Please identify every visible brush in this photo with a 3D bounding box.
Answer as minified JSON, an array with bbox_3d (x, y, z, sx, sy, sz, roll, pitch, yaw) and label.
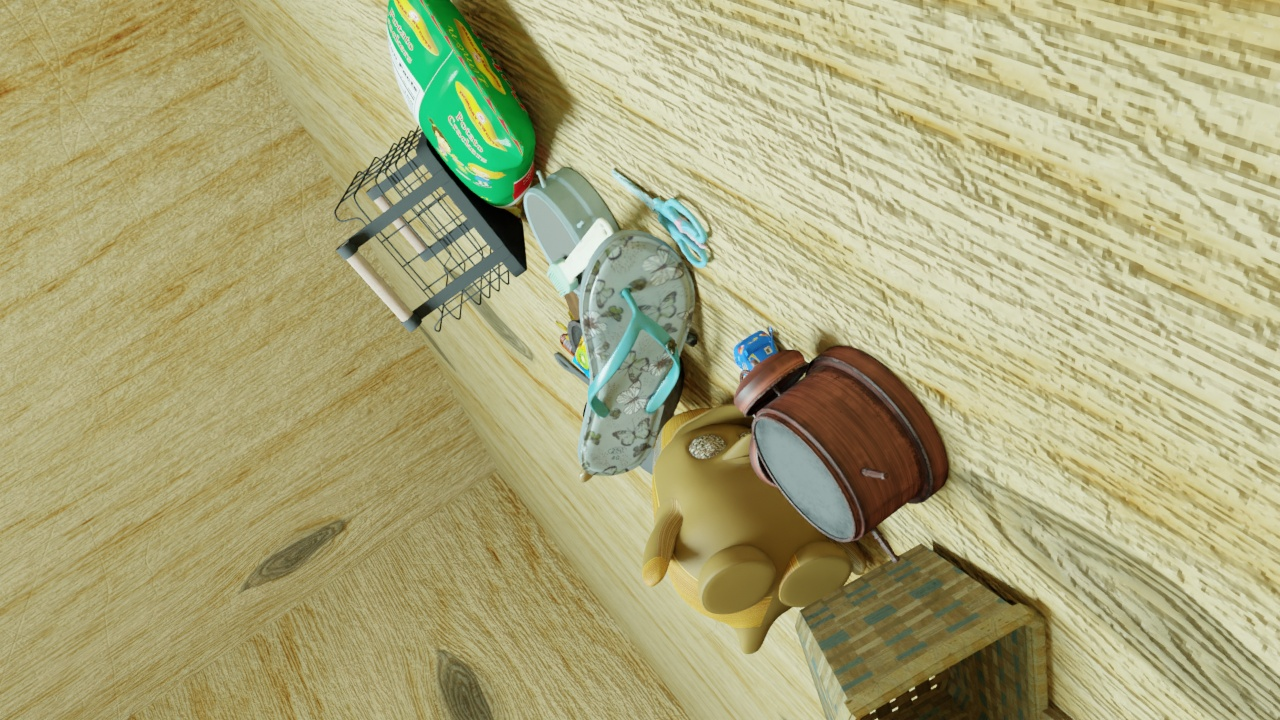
[{"bbox_3d":[-0.054,-0.089,0.813,0.033,0.012,0.218,57,163,-3],"label":"brush"}]

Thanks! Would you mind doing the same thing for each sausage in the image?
[{"bbox_3d":[-0.079,-0.011,1.185,0.020,0.020,0.155,63,169,-22],"label":"sausage"}]

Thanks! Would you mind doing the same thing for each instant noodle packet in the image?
[{"bbox_3d":[-0.165,-0.239,0.857,0.195,0.090,0.253,56,170,0],"label":"instant noodle packet"}]

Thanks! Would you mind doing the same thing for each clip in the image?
[{"bbox_3d":[-0.090,-0.035,1.159,0.047,0.039,0.053,55,168,-26],"label":"clip"}]

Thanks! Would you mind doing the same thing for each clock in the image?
[{"bbox_3d":[0.123,0.052,0.613,0.158,0.072,0.121,40,158,45],"label":"clock"},{"bbox_3d":[-0.062,-0.114,0.891,0.122,0.045,0.159,50,162,24],"label":"clock"}]

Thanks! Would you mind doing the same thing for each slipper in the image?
[{"bbox_3d":[-0.001,0.012,0.782,0.054,0.098,0.269,-118,25,-44],"label":"slipper"}]

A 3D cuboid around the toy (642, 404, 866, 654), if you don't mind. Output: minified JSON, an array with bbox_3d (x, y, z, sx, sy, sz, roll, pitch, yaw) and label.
[{"bbox_3d":[0.078,0.119,0.785,0.203,0.198,0.163,-113,32,-47],"label":"toy"}]

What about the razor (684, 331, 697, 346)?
[{"bbox_3d":[0.012,-0.040,0.849,0.106,0.042,0.026,33,146,35],"label":"razor"}]

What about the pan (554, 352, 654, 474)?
[{"bbox_3d":[-0.046,0.058,1.236,0.355,0.024,0.217,35,154,54],"label":"pan"}]

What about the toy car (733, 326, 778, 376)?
[{"bbox_3d":[0.099,0.010,0.666,0.092,0.033,0.062,61,171,-18],"label":"toy car"}]

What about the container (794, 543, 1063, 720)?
[{"bbox_3d":[0.218,0.272,0.633,0.186,0.157,0.250,55,169,52],"label":"container"}]

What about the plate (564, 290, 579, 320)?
[{"bbox_3d":[-0.048,-0.051,1.012,0.131,0.025,0.131,50,164,20],"label":"plate"}]

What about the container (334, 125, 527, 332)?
[{"bbox_3d":[-0.226,-0.150,0.997,0.163,0.130,0.241,52,-172,-25],"label":"container"}]

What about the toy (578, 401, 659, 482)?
[{"bbox_3d":[-0.017,0.075,1.050,0.108,0.134,0.106,2,157,30],"label":"toy"}]

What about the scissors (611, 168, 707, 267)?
[{"bbox_3d":[0.014,-0.119,0.723,0.138,0.015,0.063,50,169,42],"label":"scissors"}]

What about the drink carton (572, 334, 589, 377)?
[{"bbox_3d":[-0.021,-0.045,0.804,0.044,0.038,0.129,43,121,43],"label":"drink carton"}]

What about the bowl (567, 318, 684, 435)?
[{"bbox_3d":[-0.005,0.006,0.919,0.145,0.067,0.145,50,164,20],"label":"bowl"}]
